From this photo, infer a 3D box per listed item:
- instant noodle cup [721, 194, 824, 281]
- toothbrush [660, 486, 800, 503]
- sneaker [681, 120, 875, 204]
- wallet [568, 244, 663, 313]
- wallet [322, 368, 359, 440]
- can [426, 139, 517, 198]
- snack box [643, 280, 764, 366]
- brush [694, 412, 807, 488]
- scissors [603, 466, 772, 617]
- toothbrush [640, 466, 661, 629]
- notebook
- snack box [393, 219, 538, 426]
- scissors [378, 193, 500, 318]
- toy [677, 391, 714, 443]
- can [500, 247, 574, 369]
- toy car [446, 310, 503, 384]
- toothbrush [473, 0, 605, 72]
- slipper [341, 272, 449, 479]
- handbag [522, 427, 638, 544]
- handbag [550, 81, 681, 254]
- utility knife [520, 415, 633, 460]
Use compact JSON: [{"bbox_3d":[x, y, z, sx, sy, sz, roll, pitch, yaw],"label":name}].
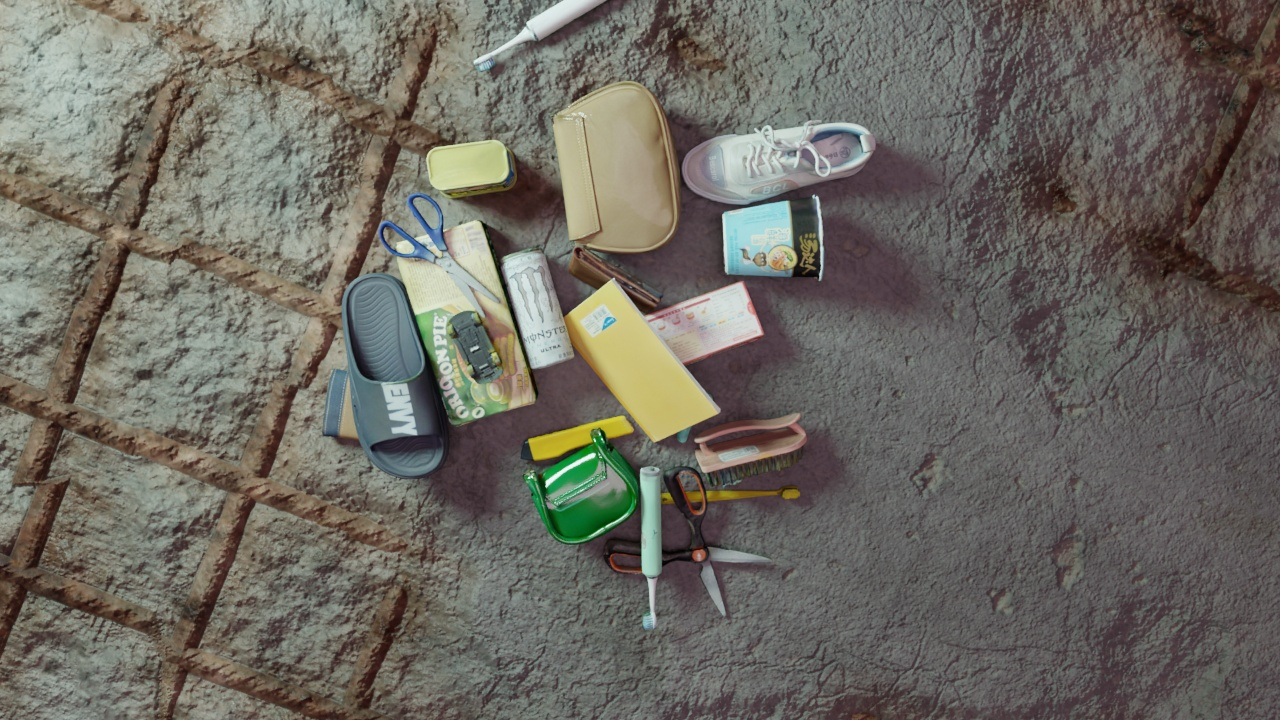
[{"bbox_3d":[0.163,-0.149,1.149,0.120,0.111,0.111,-4,97,5],"label":"instant noodle cup"},{"bbox_3d":[0.118,0.180,1.222,0.190,0.016,0.016,-2,97,-3],"label":"toothbrush"},{"bbox_3d":[0.173,-0.248,1.140,0.242,0.090,0.089,-9,96,-1],"label":"sneaker"},{"bbox_3d":[-0.032,-0.100,1.140,0.124,0.101,0.032,29,85,-5],"label":"wallet"},{"bbox_3d":[-0.346,0.062,1.179,0.115,0.033,0.090,10,98,-5],"label":"wallet"},{"bbox_3d":[-0.207,-0.235,1.125,0.102,0.083,0.057,-9,96,-2],"label":"can"},{"bbox_3d":[0.072,-0.040,1.180,0.156,0.027,0.077,-20,81,-1],"label":"snack box"},{"bbox_3d":[0.145,0.112,1.192,0.145,0.063,0.073,-14,107,-2],"label":"brush"},{"bbox_3d":[0.060,0.246,1.217,0.221,0.021,0.234,-11,104,2],"label":"scissors"},{"bbox_3d":[0.014,0.246,1.191,0.027,0.026,0.224,-6,104,-22],"label":"toothbrush"},{"bbox_3d":[-0.007,0.007,1.147,0.206,0.146,0.010,50,52,-6],"label":"notebook"},{"bbox_3d":[-0.216,-0.047,1.157,0.114,0.063,0.240,-17,97,-1],"label":"snack box"},{"bbox_3d":[-0.234,-0.131,1.110,0.171,0.012,0.140,15,94,-4],"label":"scissors"},{"bbox_3d":[0.048,0.056,1.197,0.092,0.030,0.096,16,87,-2],"label":"toy"},{"bbox_3d":[-0.130,-0.065,1.156,0.058,0.058,0.146,-16,93,-1],"label":"can"},{"bbox_3d":[-0.199,-0.017,1.109,0.043,0.036,0.091,-25,98,0],"label":"toy car"},{"bbox_3d":[-0.110,-0.422,1.137,0.221,0.026,0.026,-31,119,1],"label":"toothbrush"},{"bbox_3d":[-0.311,0.016,1.125,0.110,0.083,0.268,-14,83,-8],"label":"slipper"},{"bbox_3d":[-0.074,0.164,1.179,0.131,0.068,0.120,-31,106,3],"label":"handbag"},{"bbox_3d":[-0.026,-0.232,1.132,0.148,0.099,0.204,-7,97,6],"label":"handbag"},{"bbox_3d":[-0.084,0.103,1.204,0.154,0.015,0.033,-14,103,-2],"label":"utility knife"}]
